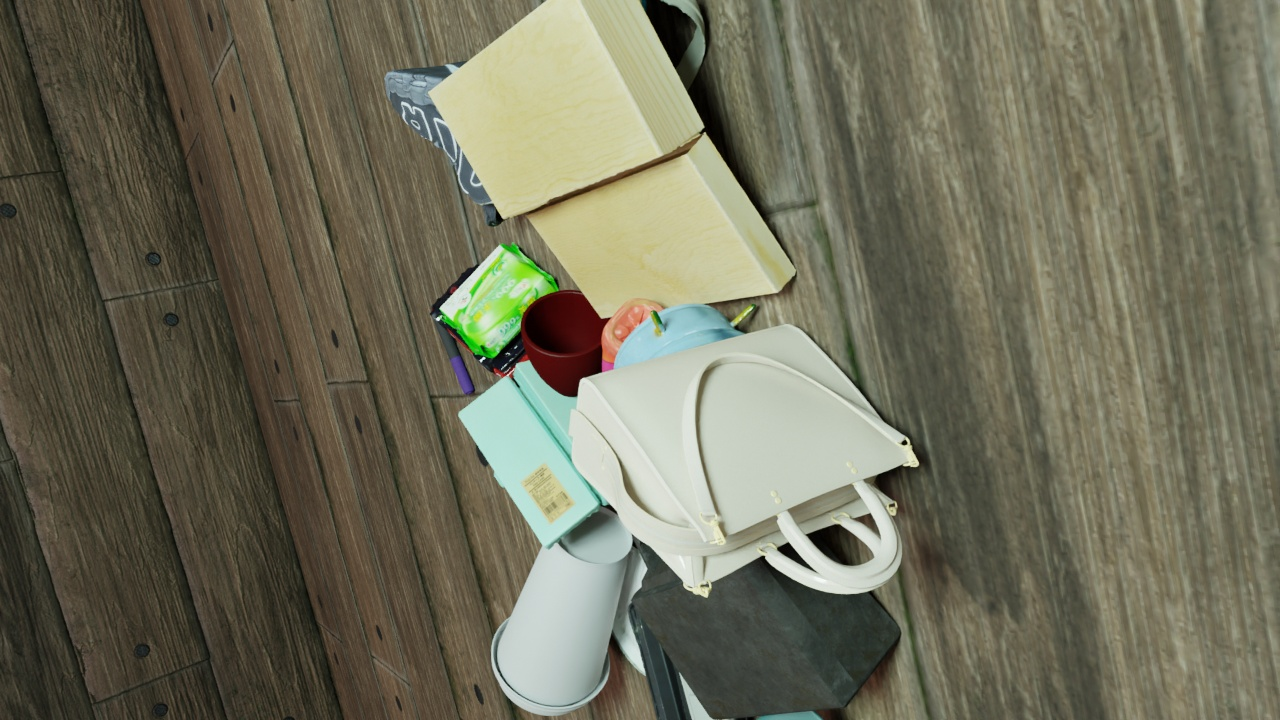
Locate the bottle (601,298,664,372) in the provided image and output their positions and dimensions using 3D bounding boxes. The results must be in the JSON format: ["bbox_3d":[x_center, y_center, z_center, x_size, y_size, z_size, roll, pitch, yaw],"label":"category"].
[{"bbox_3d":[-0.005,0.005,0.788,0.048,0.071,0.134,32,155,13],"label":"bottle"}]

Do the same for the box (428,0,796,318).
[{"bbox_3d":[-0.031,-0.144,0.711,0.253,0.068,0.247,51,155,-21],"label":"box"}]

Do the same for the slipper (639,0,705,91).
[{"bbox_3d":[-0.004,-0.256,0.683,0.118,0.060,0.295,48,153,35],"label":"slipper"}]

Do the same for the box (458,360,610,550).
[{"bbox_3d":[-0.083,0.078,0.897,0.187,0.138,0.052,48,154,33],"label":"box"}]

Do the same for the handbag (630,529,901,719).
[{"bbox_3d":[0.071,0.170,0.729,0.199,0.102,0.198,53,146,2],"label":"handbag"}]

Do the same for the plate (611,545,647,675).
[{"bbox_3d":[-0.001,0.261,0.966,0.157,0.014,0.157,30,128,48],"label":"plate"}]

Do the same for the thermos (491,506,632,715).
[{"bbox_3d":[-0.076,0.258,0.961,0.131,0.131,0.222,46,132,36],"label":"thermos"}]

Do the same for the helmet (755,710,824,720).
[{"bbox_3d":[0.152,0.381,0.619,0.176,0.200,0.275,-45,74,7],"label":"helmet"}]

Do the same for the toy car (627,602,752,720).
[{"bbox_3d":[0.058,0.298,0.846,0.071,0.094,0.191,-14,92,28],"label":"toy car"}]

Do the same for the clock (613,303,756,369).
[{"bbox_3d":[0.031,0.026,0.714,0.060,0.118,0.162,60,141,40],"label":"clock"}]

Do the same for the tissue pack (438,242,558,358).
[{"bbox_3d":[-0.150,-0.065,0.966,0.099,0.114,0.034,39,175,42],"label":"tissue pack"}]

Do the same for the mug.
[{"bbox_3d":[-0.069,-0.017,0.894,0.088,0.087,0.113,90,175,-49],"label":"mug"}]

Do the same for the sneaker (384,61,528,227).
[{"bbox_3d":[-0.164,-0.213,0.924,0.253,0.097,0.151,29,130,42],"label":"sneaker"}]

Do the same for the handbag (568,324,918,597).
[{"bbox_3d":[0.080,0.074,0.584,0.198,0.194,0.101,47,140,40],"label":"handbag"}]

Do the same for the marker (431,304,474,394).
[{"bbox_3d":[-0.250,-0.015,1.218,0.018,0.015,0.134,87,159,-77],"label":"marker"}]

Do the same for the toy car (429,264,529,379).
[{"bbox_3d":[-0.168,-0.044,1.021,0.189,0.081,0.056,36,173,46],"label":"toy car"}]
